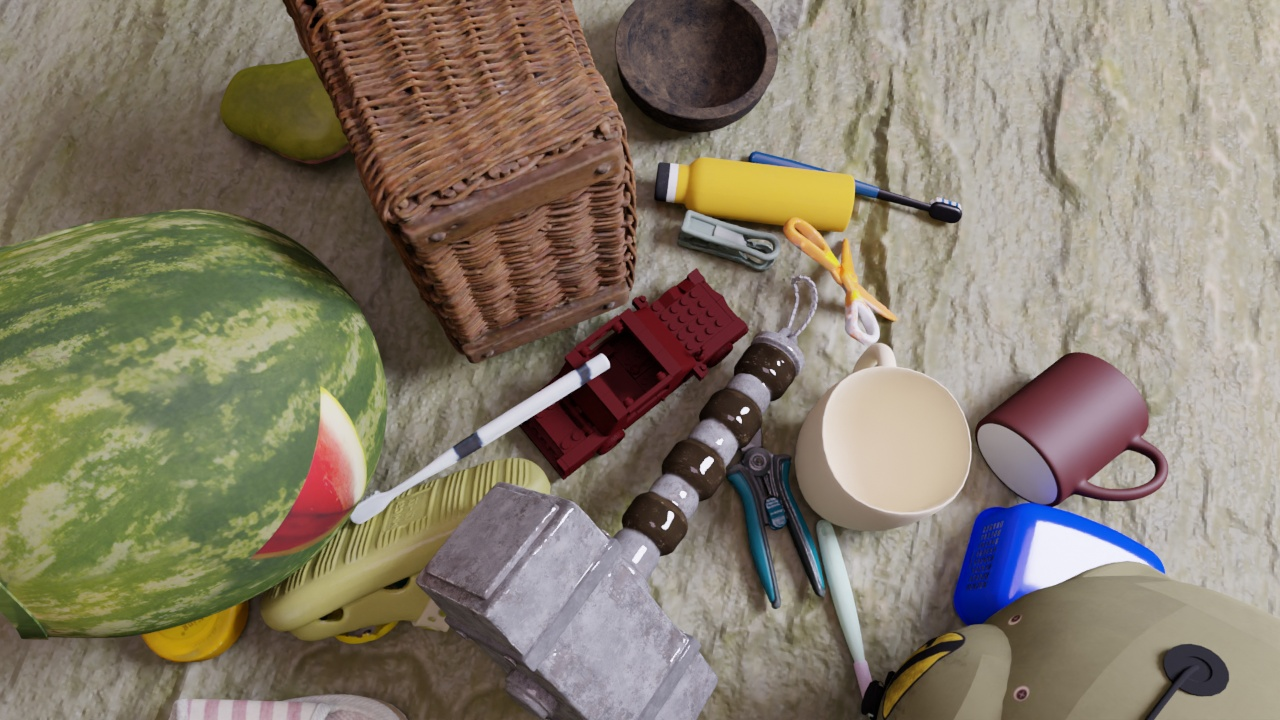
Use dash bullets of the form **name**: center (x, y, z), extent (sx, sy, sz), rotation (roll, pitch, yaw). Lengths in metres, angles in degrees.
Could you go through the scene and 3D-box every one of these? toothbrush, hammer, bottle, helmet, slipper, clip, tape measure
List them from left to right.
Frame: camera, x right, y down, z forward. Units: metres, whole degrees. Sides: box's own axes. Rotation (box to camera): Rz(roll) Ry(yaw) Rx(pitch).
- **helmet**: center (-0.266, 0.029, 0.522), extent (0.243, 0.214, 0.246), rotation (31, 53, 28)
- **slipper**: center (-0.267, 0.259, 0.539), extent (0.263, 0.052, 0.115), rotation (-9, 75, -6)
- **tape measure**: center (-0.280, 0.159, 0.581), extent (0.068, 0.030, 0.059), rotation (-40, 79, -11)
- **slipper**: center (-0.139, 0.127, 0.581), extent (0.190, 0.091, 0.082), rotation (-24, 114, -1)
- **toothbrush**: center (-0.100, 0.047, 0.577), extent (0.186, 0.017, 0.012), rotation (-32, 111, -7)
- **hammer**: center (0.028, 0.076, 0.572), extent (0.325, 0.080, 0.177), rotation (-51, 123, -27)
- **clip**: center (0.066, -0.088, 0.679), extent (0.076, 0.044, 0.023), rotation (17, 74, 2)
- **bottle**: center (0.083, -0.125, 0.683), extent (0.143, 0.043, 0.043), rotation (7, 72, -1)
- **toothbrush**: center (0.140, 0.181, 0.605), extent (0.022, 0.015, 0.154), rotation (-20, 72, 24)
- **toothbrush**: center (0.164, -0.134, 0.705), extent (0.168, 0.014, 0.014), rotation (17, 39, 4)
- **helmet**: center (0.246, 0.222, 0.462), extent (0.232, 0.256, 0.250), rotation (-42, 76, -14)

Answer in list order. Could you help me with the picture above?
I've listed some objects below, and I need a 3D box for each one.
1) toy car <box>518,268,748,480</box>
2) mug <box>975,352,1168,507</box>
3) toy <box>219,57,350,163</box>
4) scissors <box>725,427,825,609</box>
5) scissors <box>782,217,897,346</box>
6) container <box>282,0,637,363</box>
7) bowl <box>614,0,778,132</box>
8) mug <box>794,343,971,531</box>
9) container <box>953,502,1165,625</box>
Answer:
- **toy car**: center (-0.004, 0.003, 0.628), extent (0.169, 0.062, 0.070), rotation (-38, 79, -13)
- **mug**: center (0.294, 0.056, 0.615), extent (0.082, 0.073, 0.105), rotation (-34, 53, -13)
- **toy**: center (-0.257, -0.190, 0.680), extent (0.110, 0.051, 0.090), rotation (12, 70, 3)
- **scissors**: center (0.092, 0.095, 0.629), extent (0.146, 0.019, 0.133), rotation (27, 71, 7)
- **scissors**: center (0.145, -0.054, 0.645), extent (0.125, 0.011, 0.131), rotation (31, 38, -31)
- **container**: center (-0.091, -0.128, 0.558), extent (0.162, 0.250, 0.183), rotation (-22, 71, -6)
- **bowl**: center (0.040, -0.223, 0.704), extent (0.121, 0.056, 0.121), rotation (1, 73, -3)
- **mug**: center (0.150, 0.052, 0.602), extent (0.096, 0.100, 0.120), rotation (4, 70, -4)
- **container**: center (0.277, 0.148, 0.601), extent (0.114, 0.058, 0.096), rotation (22, 73, 4)
